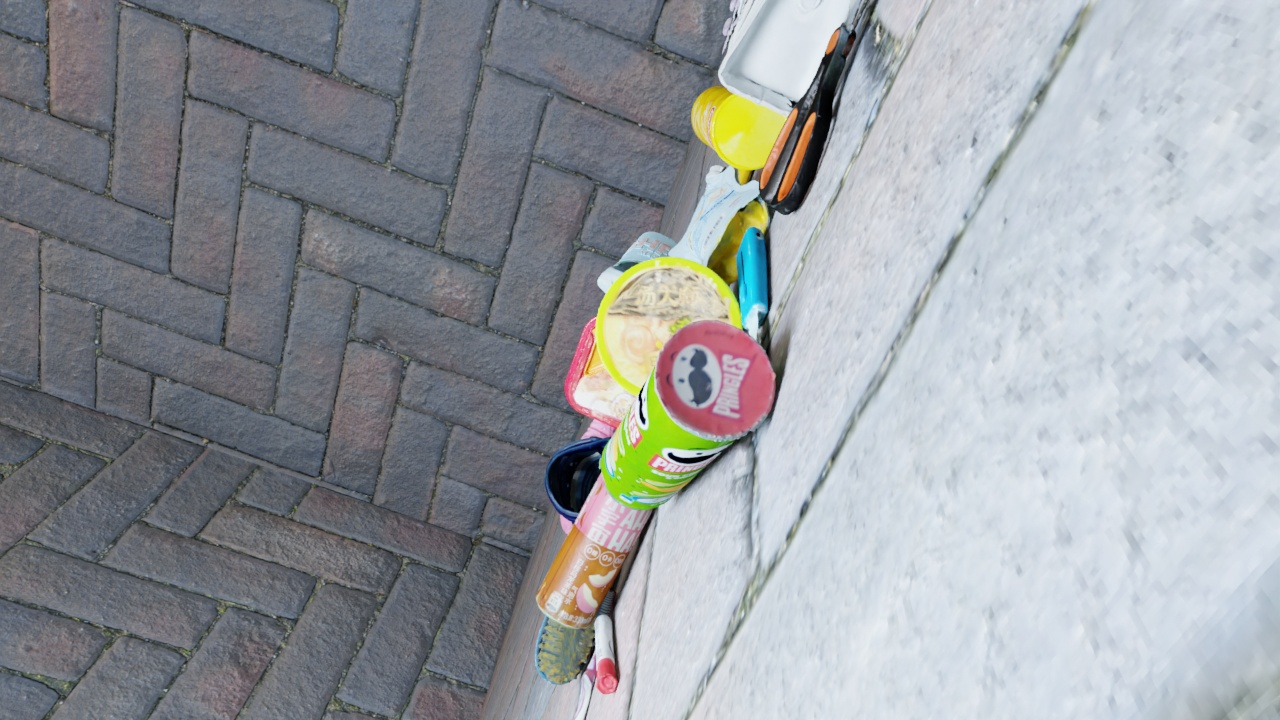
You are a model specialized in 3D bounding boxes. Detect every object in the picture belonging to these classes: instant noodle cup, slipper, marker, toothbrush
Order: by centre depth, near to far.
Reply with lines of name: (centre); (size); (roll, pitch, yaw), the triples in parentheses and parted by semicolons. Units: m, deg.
instant noodle cup: (0.025, -0.019, 0.752); (0.123, 0.112, 0.111); (49, -119, -85)
marker: (-0.030, 0.243, 0.770); (0.145, 0.017, 0.017); (-138, 68, -86)
toothbrush: (-0.050, 0.287, 0.818); (0.016, 0.017, 0.187); (120, 170, -48)
instant noodle cup: (-0.006, 0.006, 0.991); (0.124, 0.117, 0.116); (-48, -19, -69)
slipper: (0.030, -0.096, 1.013); (0.074, 0.104, 0.245); (-56, -2, 20)
slipper: (-0.059, 0.143, 1.023); (0.253, 0.095, 0.105); (136, 144, -69)

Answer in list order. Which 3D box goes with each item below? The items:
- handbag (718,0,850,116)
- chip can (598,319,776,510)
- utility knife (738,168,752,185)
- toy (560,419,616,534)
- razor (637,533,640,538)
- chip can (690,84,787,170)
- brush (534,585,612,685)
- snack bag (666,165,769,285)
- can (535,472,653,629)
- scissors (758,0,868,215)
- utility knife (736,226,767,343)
handbag: (0.131, -0.312, 0.797); (0.196, 0.098, 0.145); (-78, 14, -59)
chip can: (0.023, 0.048, 0.627); (0.236, 0.072, 0.072); (119, 170, -68)
utility knife: (0.110, -0.190, 0.998); (0.033, 0.015, 0.156); (166, 124, -78)
toy: (-0.063, 0.159, 1.208); (0.195, 0.074, 0.178); (-48, 35, 48)
razor: (0.009, 0.103, 0.880); (0.043, 0.022, 0.142); (117, 172, -74)
chip can: (0.096, -0.239, 0.924); (0.213, 0.072, 0.072); (-96, 26, -72)
brush: (-0.066, 0.251, 0.920); (0.074, 0.055, 0.143); (125, 164, -73)
snack bag: (0.070, -0.125, 0.853); (0.191, 0.039, 0.110); (-111, 40, -71)
can: (-0.039, 0.169, 0.836); (0.147, 0.058, 0.058); (-62, 5, 6)
scissors: (0.144, -0.209, 0.652); (0.152, 0.021, 0.235); (-86, 19, -50)
utility knife: (0.082, -0.044, 0.666); (0.224, 0.018, 0.034); (-81, 12, -61)
